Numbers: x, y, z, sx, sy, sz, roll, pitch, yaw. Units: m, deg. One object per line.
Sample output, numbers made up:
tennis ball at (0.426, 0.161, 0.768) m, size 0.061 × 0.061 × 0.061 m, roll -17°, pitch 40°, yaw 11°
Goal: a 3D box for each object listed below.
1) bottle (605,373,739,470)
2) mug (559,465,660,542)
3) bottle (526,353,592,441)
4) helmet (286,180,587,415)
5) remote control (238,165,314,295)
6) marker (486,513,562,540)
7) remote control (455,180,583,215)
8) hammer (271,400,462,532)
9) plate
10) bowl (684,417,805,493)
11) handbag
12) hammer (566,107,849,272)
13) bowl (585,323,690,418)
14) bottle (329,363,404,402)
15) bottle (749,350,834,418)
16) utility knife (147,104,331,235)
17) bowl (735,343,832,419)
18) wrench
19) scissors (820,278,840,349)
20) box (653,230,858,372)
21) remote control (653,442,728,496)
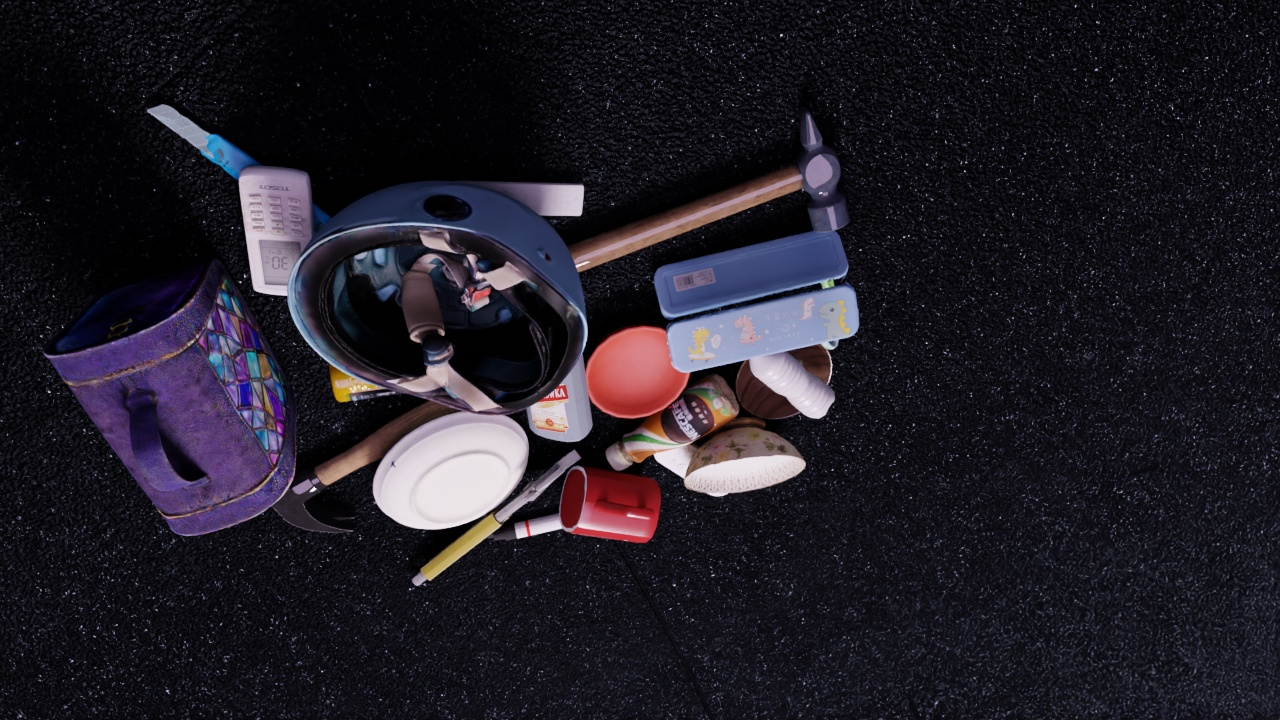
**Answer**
bottle at (0.034, 0.078, 1.084) m, size 0.167 × 0.059 × 0.059 m, roll -32°, pitch 125°, yaw 16°
mug at (-0.031, 0.173, 1.091) m, size 0.096 × 0.116 × 0.080 m, roll 13°, pitch 82°, yaw -22°
bottle at (-0.096, 0.010, 0.998) m, size 0.072 × 0.046 × 0.161 m, roll 10°, pitch 125°, yaw 24°
helmet at (-0.184, -0.068, 0.860) m, size 0.265 × 0.166 × 0.226 m, roll 12°, pitch 132°, yaw -18°
remote control at (-0.337, -0.119, 0.860) m, size 0.060 × 0.025 × 0.139 m, roll 3°, pitch 131°, yaw -11°
marker at (-0.120, 0.205, 1.146) m, size 0.145 × 0.019 × 0.019 m, roll -12°, pitch 124°, yaw -8°
remote control at (-0.122, -0.162, 0.912) m, size 0.130 × 0.012 × 0.033 m, roll -1°, pitch 125°, yaw -14°
hammer at (-0.271, 0.089, 1.023) m, size 0.305 × 0.040 × 0.132 m, roll -28°, pitch 122°, yaw 3°
plate at (-0.207, 0.134, 1.037) m, size 0.182 × 0.034 × 0.183 m, roll -19°, pitch 139°, yaw -18°
bowl at (0.121, 0.110, 1.106) m, size 0.145 × 0.063 × 0.145 m, roll -6°, pitch 156°, yaw -3°
handbag at (-0.414, 0.033, 0.832) m, size 0.125 × 0.221 × 0.205 m, roll -18°, pitch 124°, yaw -3°
hammer at (0.052, -0.151, 0.952) m, size 0.322 × 0.040 × 0.129 m, roll -20°, pitch 116°, yaw 0°
bowl at (-0.006, 0.006, 1.039) m, size 0.122 × 0.035 × 0.122 m, roll -7°, pitch 124°, yaw -11°
bottle at (-0.228, 0.005, 0.968) m, size 0.186 × 0.053 × 0.053 m, roll -8°, pitch 124°, yaw -11°
bottle at (0.167, 0.018, 1.046) m, size 0.136 × 0.044 × 0.044 m, roll 36°, pitch 107°, yaw -31°
utility knife at (-0.357, -0.168, 0.844) m, size 0.031 × 0.015 × 0.198 m, roll -43°, pitch 121°, yaw 13°
bowl at (0.166, 0.012, 1.091) m, size 0.119 × 0.032 × 0.119 m, roll -7°, pitch 124°, yaw -11°
wrench at (-0.179, 0.194, 1.105) m, size 0.274 × 0.083 × 0.018 m, roll -38°, pitch 92°, yaw 19°
scissors at (0.209, -0.094, 1.037) m, size 0.064 × 0.033 × 0.174 m, roll -39°, pitch 129°, yaw -36°
box at (0.125, -0.063, 0.984) m, size 0.209 × 0.039 × 0.126 m, roll -13°, pitch 90°, yaw 1°
remote control at (0.069, 0.131, 1.154) m, size 0.136 × 0.013 × 0.043 m, roll 35°, pitch 108°, yaw -31°
